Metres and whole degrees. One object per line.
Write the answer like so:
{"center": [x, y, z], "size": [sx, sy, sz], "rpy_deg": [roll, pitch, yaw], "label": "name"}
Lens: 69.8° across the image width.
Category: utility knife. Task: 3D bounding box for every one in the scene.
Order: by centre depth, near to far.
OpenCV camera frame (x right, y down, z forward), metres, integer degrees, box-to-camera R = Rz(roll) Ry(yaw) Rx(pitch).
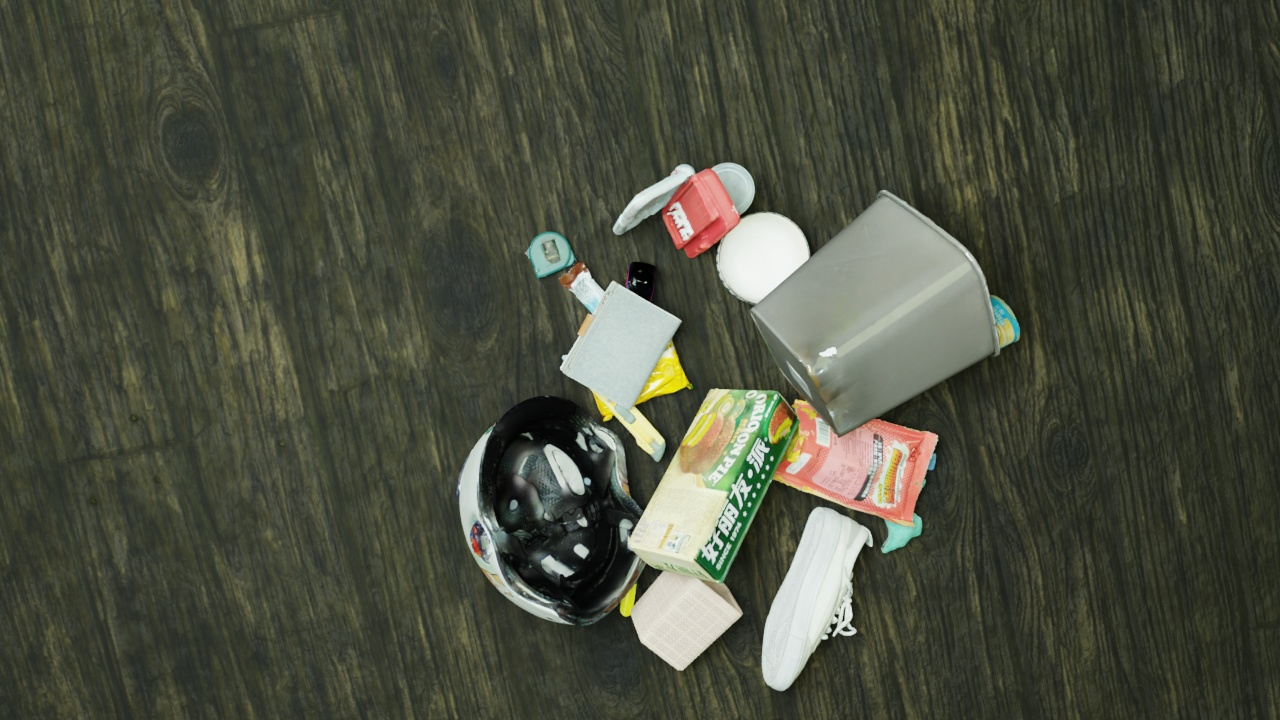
{"center": [-0.031, 0.056, 1.158], "size": [0.031, 0.019, 0.182], "rpy_deg": [-43, 95, -2], "label": "utility knife"}

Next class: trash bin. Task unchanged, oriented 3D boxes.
{"center": [0.274, -0.044, 1.099], "size": [0.220, 0.199, 0.199], "rpy_deg": [-36, 134, 0], "label": "trash bin"}

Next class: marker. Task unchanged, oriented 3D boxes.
{"center": [-0.012, 0.275, 1.212], "size": [0.018, 0.015, 0.124], "rpy_deg": [7, 90, -9], "label": "marker"}

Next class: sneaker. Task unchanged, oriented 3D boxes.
{"center": [0.235, 0.318, 1.201], "size": [0.090, 0.089, 0.242], "rpy_deg": [22, 86, -10], "label": "sneaker"}

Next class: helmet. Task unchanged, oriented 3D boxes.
{"center": [-0.122, 0.186, 1.116], "size": [0.229, 0.157, 0.274], "rpy_deg": [-41, 104, -41], "label": "helmet"}

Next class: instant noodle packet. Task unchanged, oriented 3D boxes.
{"center": [-0.007, 0.007, 1.178], "size": [0.128, 0.044, 0.111], "rpy_deg": [-21, 102, 1], "label": "instant noodle packet"}

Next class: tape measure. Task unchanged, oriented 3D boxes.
{"center": [-0.003, -0.096, 1.163], "size": [0.039, 0.057, 0.057], "rpy_deg": [10, 121, -3], "label": "tape measure"}
{"center": [-0.116, -0.136, 1.169], "size": [0.058, 0.025, 0.054], "rpy_deg": [-24, 96, -3], "label": "tape measure"}

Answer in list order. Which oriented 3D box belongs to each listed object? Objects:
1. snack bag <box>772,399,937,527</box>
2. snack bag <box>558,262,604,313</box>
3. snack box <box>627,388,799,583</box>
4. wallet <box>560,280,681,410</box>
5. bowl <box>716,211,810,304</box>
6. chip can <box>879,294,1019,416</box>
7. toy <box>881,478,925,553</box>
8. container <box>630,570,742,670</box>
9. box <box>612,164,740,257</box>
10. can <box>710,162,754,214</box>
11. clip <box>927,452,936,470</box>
{"center": [0.277, 0.129, 1.183], "size": [0.207, 0.073, 0.128], "rpy_deg": [17, 85, -12], "label": "snack bag"}
{"center": [-0.057, -0.077, 1.175], "size": [0.105, 0.026, 0.045], "rpy_deg": [47, 122, -7], "label": "snack bag"}
{"center": [0.090, 0.145, 1.111], "size": [0.063, 0.115, 0.239], "rpy_deg": [48, 59, -32], "label": "snack box"}
{"center": [-0.026, -0.019, 1.134], "size": [0.106, 0.037, 0.129], "rpy_deg": [30, 89, -9], "label": "wallet"}
{"center": [0.151, -0.128, 1.168], "size": [0.116, 0.066, 0.116], "rpy_deg": [0, 93, -5], "label": "bowl"}
{"center": [0.381, -0.006, 1.192], "size": [0.210, 0.071, 0.071], "rpy_deg": [-28, 95, -2], "label": "chip can"}
{"center": [0.347, 0.199, 1.225], "size": [0.096, 0.030, 0.092], "rpy_deg": [-29, 98, -5], "label": "toy"}
{"center": [0.055, 0.323, 1.178], "size": [0.090, 0.090, 0.111], "rpy_deg": [42, 93, -18], "label": "container"}
{"center": [0.036, -0.161, 1.088], "size": [0.100, 0.201, 0.094], "rpy_deg": [-30, 92, -8], "label": "box"}
{"center": [0.102, -0.207, 1.145], "size": [0.066, 0.094, 0.066], "rpy_deg": [0, 94, -4], "label": "can"}
{"center": [0.365, 0.131, 1.228], "size": [0.058, 0.037, 0.026], "rpy_deg": [10, 95, -8], "label": "clip"}
